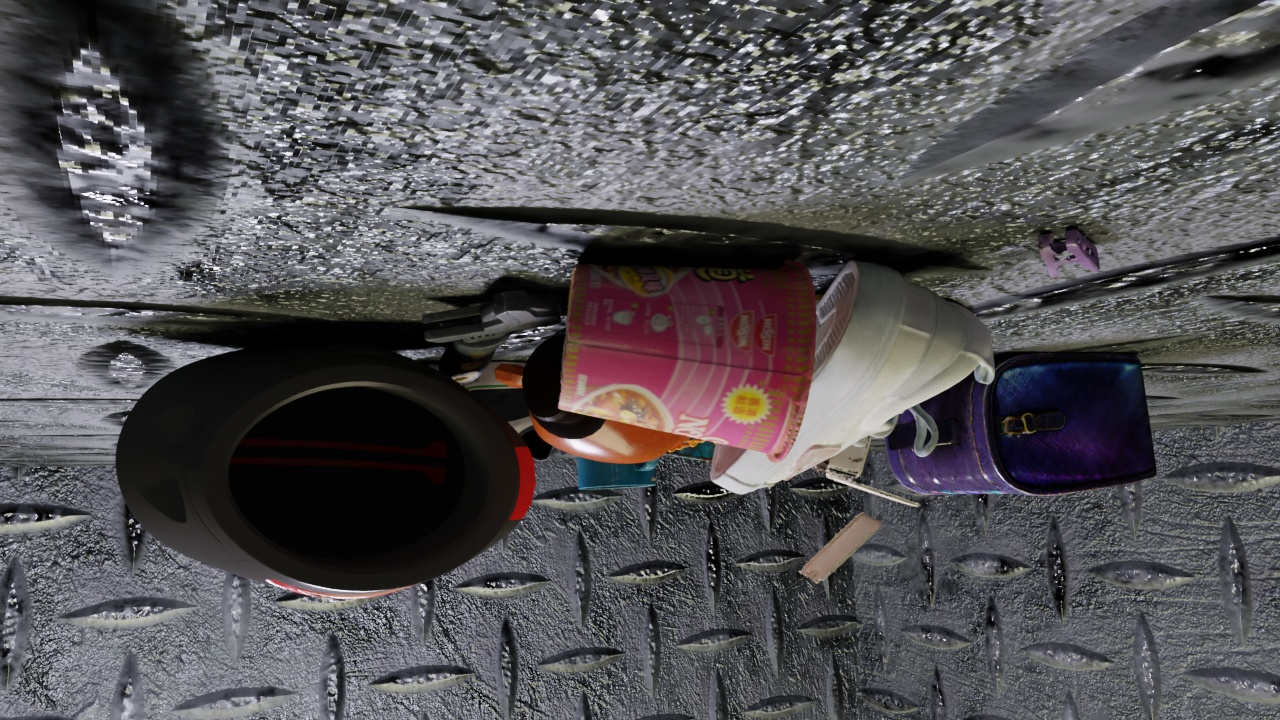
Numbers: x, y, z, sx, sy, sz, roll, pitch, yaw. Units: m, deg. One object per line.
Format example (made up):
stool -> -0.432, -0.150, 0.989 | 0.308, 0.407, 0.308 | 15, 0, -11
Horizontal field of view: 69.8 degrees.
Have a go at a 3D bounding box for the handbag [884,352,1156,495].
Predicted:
handbag -> 0.348, 0.068, 0.895 | 0.222, 0.125, 0.205 | -3, 173, -10

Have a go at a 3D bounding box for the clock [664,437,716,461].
clock -> 0.092, 0.077, 1.061 | 0.158, 0.073, 0.121 | 7, -179, 27

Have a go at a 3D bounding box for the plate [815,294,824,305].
plate -> 0.104, -0.012, 0.631 | 0.230, 0.021, 0.230 | -2, 172, 0

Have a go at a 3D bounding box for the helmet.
helmet -> -0.212, 0.070, 0.626 | 0.264, 0.164, 0.170 | 4, 178, -13

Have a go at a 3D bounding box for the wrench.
wrench -> -0.104, -0.011, 0.587 | 0.073, 0.022, 0.274 | -7, 173, -17

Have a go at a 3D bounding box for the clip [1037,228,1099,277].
clip -> 0.196, -0.050, 0.425 | 0.035, 0.013, 0.051 | -9, 167, 36

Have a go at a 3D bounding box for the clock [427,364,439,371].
clock -> -0.176, 0.049, 0.766 | 0.044, 0.087, 0.125 | 1, 175, -13

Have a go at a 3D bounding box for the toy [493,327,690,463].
toy -> -0.013, 0.019, 0.549 | 0.112, 0.096, 0.175 | 11, -165, 22

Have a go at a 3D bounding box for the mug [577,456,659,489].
mug -> -0.018, 0.082, 0.973 | 0.084, 0.104, 0.112 | 4, 168, -38

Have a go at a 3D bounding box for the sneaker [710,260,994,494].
sneaker -> 0.112, 0.030, 0.530 | 0.090, 0.089, 0.243 | 19, 153, -7

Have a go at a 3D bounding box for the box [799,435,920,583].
box -> 0.208, 0.112, 0.841 | 0.106, 0.193, 0.143 | 15, 178, 3

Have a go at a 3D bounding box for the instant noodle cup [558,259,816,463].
instant noodle cup -> 0.018, -0.005, 0.438 | 0.108, 0.097, 0.098 | 6, 171, -5

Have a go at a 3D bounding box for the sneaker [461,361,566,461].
sneaker -> -0.067, 0.051, 0.836 | 0.084, 0.079, 0.235 | -9, 170, 37

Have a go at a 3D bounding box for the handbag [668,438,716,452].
handbag -> 0.054, 0.043, 0.780 | 0.172, 0.060, 0.108 | -11, 180, 40
